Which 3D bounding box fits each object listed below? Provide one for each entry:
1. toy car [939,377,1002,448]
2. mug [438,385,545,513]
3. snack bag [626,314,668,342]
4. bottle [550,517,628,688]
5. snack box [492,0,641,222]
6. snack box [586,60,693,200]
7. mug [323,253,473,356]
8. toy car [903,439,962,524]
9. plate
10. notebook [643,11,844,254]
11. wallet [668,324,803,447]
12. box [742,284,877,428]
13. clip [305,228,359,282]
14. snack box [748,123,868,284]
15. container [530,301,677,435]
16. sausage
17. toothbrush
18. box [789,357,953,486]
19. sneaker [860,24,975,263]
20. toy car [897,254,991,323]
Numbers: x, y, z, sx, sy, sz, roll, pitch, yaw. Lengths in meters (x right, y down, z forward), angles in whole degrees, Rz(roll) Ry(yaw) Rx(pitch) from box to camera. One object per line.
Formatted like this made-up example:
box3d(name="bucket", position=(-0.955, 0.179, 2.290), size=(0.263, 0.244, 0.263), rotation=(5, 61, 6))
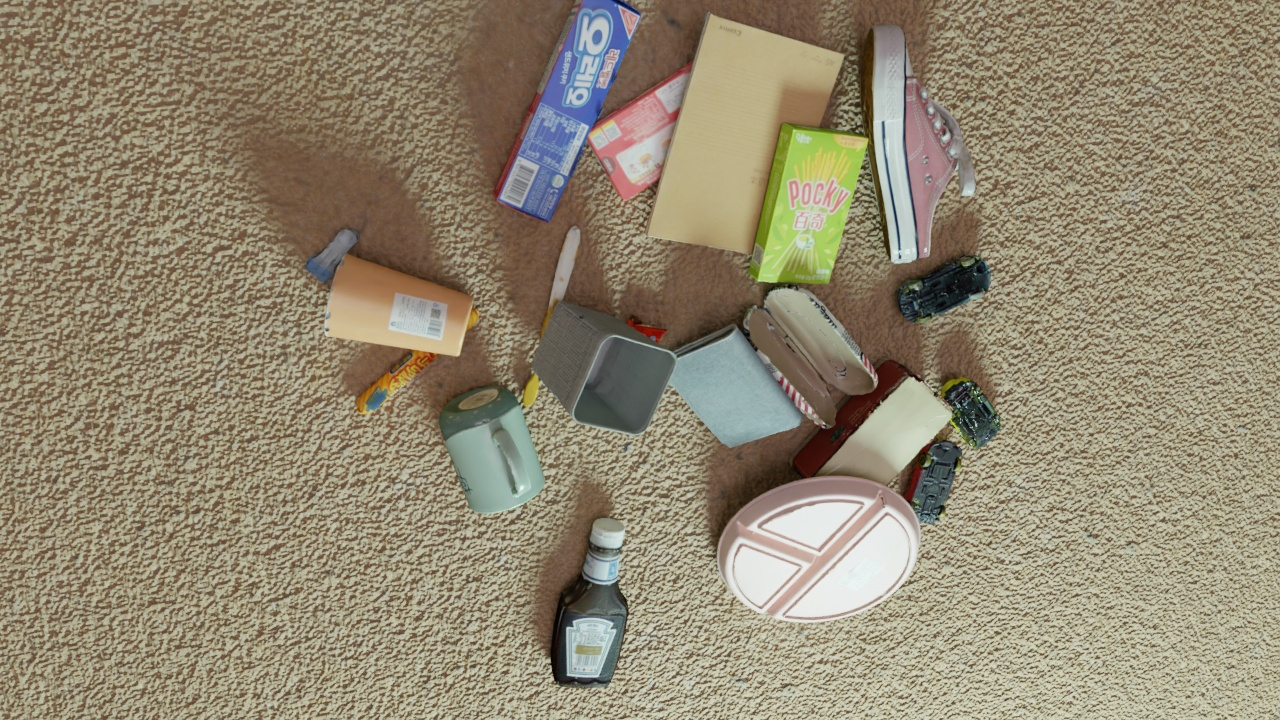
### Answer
box3d(name="toy car", position=(0.376, 0.059, 1.052), size=(0.048, 0.032, 0.105), rotation=(-43, 123, 3))
box3d(name="mug", position=(-0.142, 0.088, 0.902), size=(0.082, 0.112, 0.106), rotation=(-24, 110, -24))
box3d(name="snack bag", position=(-0.006, 0.006, 0.951), size=(0.045, 0.026, 0.105), rotation=(11, 106, -18))
box3d(name="bottle", position=(-0.051, 0.270, 1.020), size=(0.079, 0.044, 0.195), rotation=(7, 106, -15))
box3d(name="snack box", position=(-0.069, -0.233, 0.840), size=(0.057, 0.058, 0.208), rotation=(21, 102, -18))
box3d(name="snack box", position=(0.027, -0.227, 0.882), size=(0.153, 0.025, 0.075), rotation=(-33, 113, 0))
box3d(name="mug", position=(-0.221, -0.046, 0.849), size=(0.122, 0.078, 0.078), rotation=(13, 104, -10))
box3d(name="toy car", position=(0.339, 0.140, 1.069), size=(0.049, 0.031, 0.106), rotation=(7, 109, -16))
box3d(name="plate", position=(0.200, 0.219, 1.025), size=(0.229, 0.028, 0.230), rotation=(-1, 127, -2))
box3d(name="notebook", position=(0.099, -0.209, 0.887), size=(0.149, 0.012, 0.212), rotation=(7, 114, -24))
box3d(name="wallet", position=(0.092, 0.029, 0.958), size=(0.107, 0.036, 0.130), rotation=(-23, 118, 35))
box3d(name="box", position=(0.181, -0.007, 0.962), size=(0.087, 0.075, 0.162), rotation=(-32, 112, 31))
box3d(name="clip", position=(-0.286, -0.100, 0.857), size=(0.058, 0.036, 0.025), rotation=(-44, 109, 4))
box3d(name="snack box", position=(0.166, -0.154, 0.920), size=(0.085, 0.026, 0.157), rotation=(1, 116, -21))
box3d(name="container", position=(-0.041, 0.003, 0.887), size=(0.090, 0.114, 0.090), rotation=(16, 104, -36))
box3d(name="sausage", position=(-0.220, 0.000, 0.903), size=(0.165, 0.021, 0.021), rotation=(-41, 112, 3))
box3d(name="toothbrush", position=(-0.091, -0.043, 0.923), size=(0.016, 0.018, 0.191), rotation=(12, 102, -18))
box3d(name="box", position=(0.257, 0.089, 1.010), size=(0.091, 0.078, 0.168), rotation=(39, 97, -21))
box3d(name="sneaker", position=(0.271, -0.212, 0.900), size=(0.088, 0.118, 0.241), rotation=(-11, 117, 10))
box3d(name="toy car", position=(0.328, -0.079, 0.995), size=(0.105, 0.031, 0.049), rotation=(-24, 112, -3))
